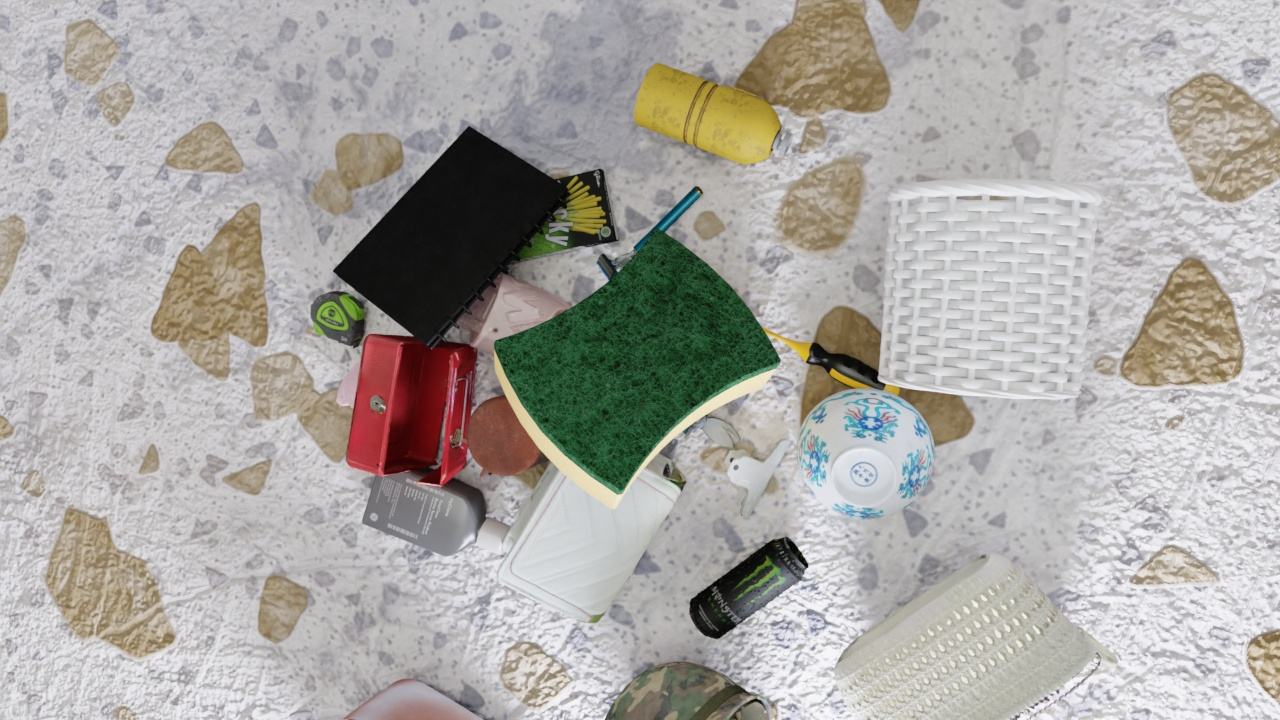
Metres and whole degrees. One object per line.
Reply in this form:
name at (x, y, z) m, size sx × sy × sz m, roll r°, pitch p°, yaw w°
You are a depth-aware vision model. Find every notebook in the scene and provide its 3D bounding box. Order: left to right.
notebook at (-0.208, -0.140, 1.022) m, size 0.169 × 0.019 × 0.231 m, roll 35°, pitch 78°, yaw 23°

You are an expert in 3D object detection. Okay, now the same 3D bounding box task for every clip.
clip at (0.119, 0.123, 1.013) m, size 0.054 × 0.040 × 0.102 m, roll 27°, pitch 98°, yaw -2°

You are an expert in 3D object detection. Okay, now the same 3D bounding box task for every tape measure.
tape measure at (-0.366, -0.055, 1.116) m, size 0.065 × 0.035 × 0.059 m, roll 22°, pitch 107°, yaw 8°

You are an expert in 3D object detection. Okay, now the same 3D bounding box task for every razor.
razor at (0.014, -0.143, 1.029) m, size 0.144 × 0.022 × 0.042 m, roll -40°, pitch 48°, yaw 8°

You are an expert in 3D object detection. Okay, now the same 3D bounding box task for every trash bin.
trash bin at (-0.240, 0.509, 1.054) m, size 0.260 × 0.157 × 0.181 m, roll 26°, pitch 98°, yaw 10°

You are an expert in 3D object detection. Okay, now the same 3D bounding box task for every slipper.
slipper at (-0.162, -0.054, 1.053) m, size 0.239 × 0.064 × 0.094 m, roll 30°, pitch 99°, yaw 12°

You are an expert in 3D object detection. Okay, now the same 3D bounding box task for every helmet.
helmet at (0.058, 0.442, 0.956) m, size 0.236 × 0.192 × 0.224 m, roll 18°, pitch 83°, yaw 38°

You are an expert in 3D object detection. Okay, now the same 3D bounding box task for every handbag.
handbag at (-0.055, 0.177, 1.023) m, size 0.142 × 0.096 × 0.199 m, roll 30°, pitch 99°, yaw -12°

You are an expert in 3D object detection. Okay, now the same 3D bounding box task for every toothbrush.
toothbrush at (0.186, -0.007, 0.988) m, size 0.197 × 0.031 × 0.031 m, roll 26°, pitch 141°, yaw 9°

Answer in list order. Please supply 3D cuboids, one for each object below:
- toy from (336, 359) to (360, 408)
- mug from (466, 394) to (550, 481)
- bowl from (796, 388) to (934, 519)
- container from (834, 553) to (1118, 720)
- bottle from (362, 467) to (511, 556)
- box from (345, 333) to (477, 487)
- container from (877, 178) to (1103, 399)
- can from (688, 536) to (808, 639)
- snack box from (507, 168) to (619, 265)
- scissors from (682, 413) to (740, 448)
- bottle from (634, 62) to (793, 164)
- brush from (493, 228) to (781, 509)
toy at (-0.327, 0.027, 1.095) m, size 0.096 × 0.098 × 0.053 m, roll -22°, pitch 119°, yaw 36°
mug at (-0.146, 0.091, 1.035) m, size 0.096 × 0.110 × 0.123 m, roll 38°, pitch 100°, yaw 14°
bowl at (0.231, 0.108, 0.948) m, size 0.144 × 0.074 × 0.144 m, roll 4°, pitch 105°, yaw 14°
container at (0.312, 0.303, 0.904) m, size 0.252 × 0.184 × 0.143 m, roll -39°, pitch 75°, yaw 13°
bottle at (-0.236, 0.183, 1.091) m, size 0.174 × 0.046 × 0.084 m, roll 20°, pitch 97°, yaw 12°
box at (-0.256, 0.052, 1.048) m, size 0.117 × 0.135 × 0.157 m, roll 7°, pitch 93°, yaw 7°
container at (0.326, -0.067, 0.872) m, size 0.189 × 0.189 × 0.187 m, roll 4°, pitch 95°, yaw 13°
can at (0.117, 0.250, 1.007) m, size 0.138 × 0.054 × 0.054 m, roll -39°, pitch 84°, yaw 12°
snack box at (-0.105, -0.162, 1.052) m, size 0.148 × 0.025 × 0.080 m, roll -11°, pitch 90°, yaw 14°
scissors at (0.039, 0.051, 1.034) m, size 0.151 × 0.019 × 0.130 m, roll -12°, pitch 92°, yaw 12°
bottle at (0.082, -0.259, 0.981) m, size 0.164 × 0.071 × 0.071 m, roll 23°, pitch 98°, yaw 11°
brush at (-0.006, 0.006, 0.949) m, size 0.249 × 0.075 × 0.195 m, roll -37°, pitch 77°, yaw -19°
